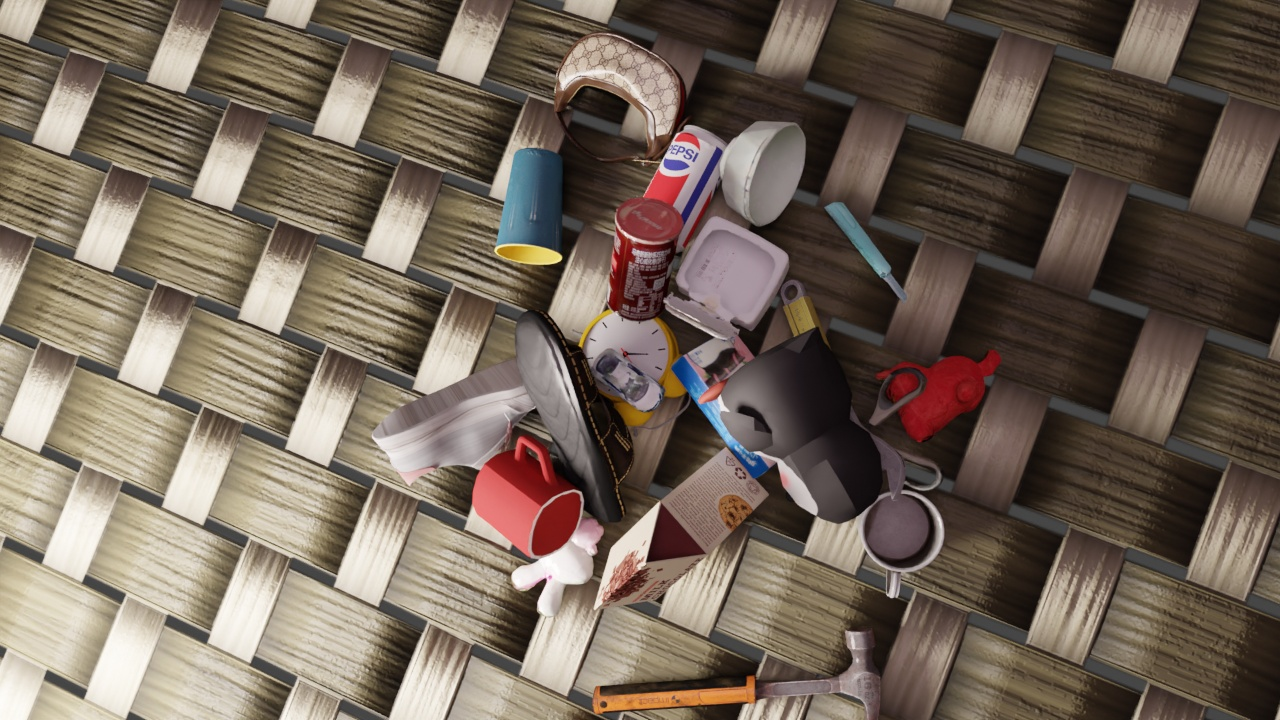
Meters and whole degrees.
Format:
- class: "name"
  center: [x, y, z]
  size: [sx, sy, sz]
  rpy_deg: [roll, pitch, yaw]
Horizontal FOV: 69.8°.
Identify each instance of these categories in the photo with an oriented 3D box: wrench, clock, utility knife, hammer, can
- class: "wrench"
  center: [0.209, 0.029, 0.991]
  size: [0.084, 0.018, 0.273]
  rpy_deg: [-31, 63, 32]
- class: "clock"
  center: [-0.006, 0.006, 1.047]
  size: [0.113, 0.052, 0.152]
  rpy_deg: [-37, 77, 4]
- class: "utility knife"
  center: [0.259, -0.124, 1.036]
  size: [0.022, 0.015, 0.141]
  rpy_deg: [-33, 81, -15]
- class: "hammer"
  center: [0.104, 0.375, 1.006]
  size: [0.315, 0.035, 0.137]
  rpy_deg: [-7, 84, 9]
- class: "can"
  center: [0.047, -0.194, 1.046]
  size: [0.070, 0.070, 0.132]
  rpy_deg: [28, 89, 10]

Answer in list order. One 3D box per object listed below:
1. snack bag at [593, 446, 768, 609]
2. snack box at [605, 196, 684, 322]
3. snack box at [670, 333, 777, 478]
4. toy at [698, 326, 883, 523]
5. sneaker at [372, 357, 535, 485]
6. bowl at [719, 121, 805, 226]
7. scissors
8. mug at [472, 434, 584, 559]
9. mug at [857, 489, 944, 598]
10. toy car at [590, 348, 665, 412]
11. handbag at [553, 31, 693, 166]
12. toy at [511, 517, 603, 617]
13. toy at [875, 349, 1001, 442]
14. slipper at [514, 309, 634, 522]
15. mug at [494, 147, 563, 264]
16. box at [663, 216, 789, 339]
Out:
- class: "snack bag"
  center: [0.035, 0.179, 0.937]
  size: [0.070, 0.205, 0.095]
  rpy_deg: [48, 128, 9]
- class: "snack box"
  center: [0.002, -0.108, 0.997]
  size: [0.072, 0.122, 0.072]
  rpy_deg: [4, 48, -5]
- class: "snack box"
  center: [0.112, 0.045, 1.009]
  size: [0.087, 0.033, 0.154]
  rpy_deg: [-30, 79, -39]
- class: "toy"
  center: [0.175, 0.070, 0.912]
  size: [0.140, 0.158, 0.184]
  rpy_deg: [-43, 74, 45]
- class: "sneaker"
  center: [-0.179, 0.073, 1.051]
  size: [0.236, 0.099, 0.089]
  rpy_deg: [-22, 115, -11]
- class: "bowl"
  center: [0.128, -0.214, 1.021]
  size: [0.061, 0.117, 0.117]
  rpy_deg: [27, 89, 28]
- class: "scissors"
  center: [0.255, 0.079, 0.974]
  size: [0.157, 0.012, 0.171]
  rpy_deg: [50, 126, 27]
- class: "mug"
  center: [-0.121, 0.144, 1.011]
  size: [0.096, 0.080, 0.116]
  rpy_deg: [30, 118, 34]
- class: "mug"
  center: [0.272, 0.193, 0.977]
  size: [0.084, 0.070, 0.113]
  rpy_deg: [9, 86, 9]
- class: "toy car"
  center: [-0.015, 0.022, 1.006]
  size: [0.090, 0.027, 0.038]
  rpy_deg: [35, 86, 18]
- class: "handbag"
  center: [-0.023, -0.301, 1.080]
  size: [0.166, 0.063, 0.138]
  rpy_deg: [30, 106, 7]
- class: "toy"
  center: [-0.090, 0.229, 1.046]
  size: [0.079, 0.038, 0.122]
  rpy_deg: [42, 92, 24]
- class: "toy"
  center: [0.322, 0.017, 0.983]
  size: [0.133, 0.088, 0.094]
  rpy_deg: [-36, 70, 3]
- class: "slipper"
  center: [-0.061, 0.059, 0.993]
  size: [0.075, 0.113, 0.268]
  rpy_deg: [-35, 122, -30]
- class: "mug"
  center: [-0.125, -0.181, 1.073]
  size: [0.078, 0.078, 0.121]
  rpy_deg: [3, 80, 9]
- class: "box"
  center: [0.083, -0.080, 1.001]
  size: [0.107, 0.132, 0.151]
  rpy_deg: [30, 89, 12]
